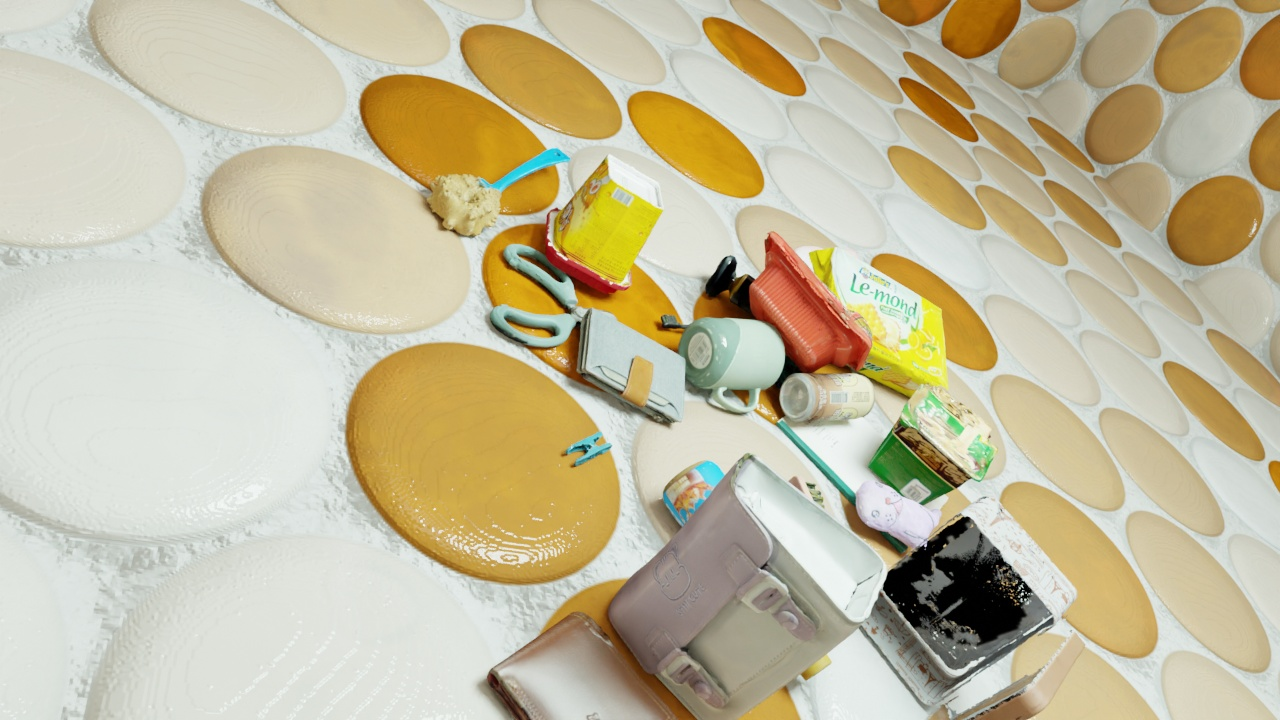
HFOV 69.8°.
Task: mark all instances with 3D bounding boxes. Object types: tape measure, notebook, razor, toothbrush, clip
[{"bbox_3d":[0.194,0.020,1.171,0.054,0.025,0.058,23,39,-17],"label":"tape measure"},{"bbox_3d":[0.275,0.126,1.131,0.209,0.012,0.150,46,38,14],"label":"notebook"},{"bbox_3d":[0.163,-0.079,1.239,0.167,0.062,0.067,31,5,-18],"label":"razor"},{"bbox_3d":[0.112,-0.037,1.164,0.212,0.026,0.027,7,58,-35],"label":"toothbrush"},{"bbox_3d":[-0.051,0.086,0.900,0.045,0.014,0.056,49,36,13],"label":"clip"}]

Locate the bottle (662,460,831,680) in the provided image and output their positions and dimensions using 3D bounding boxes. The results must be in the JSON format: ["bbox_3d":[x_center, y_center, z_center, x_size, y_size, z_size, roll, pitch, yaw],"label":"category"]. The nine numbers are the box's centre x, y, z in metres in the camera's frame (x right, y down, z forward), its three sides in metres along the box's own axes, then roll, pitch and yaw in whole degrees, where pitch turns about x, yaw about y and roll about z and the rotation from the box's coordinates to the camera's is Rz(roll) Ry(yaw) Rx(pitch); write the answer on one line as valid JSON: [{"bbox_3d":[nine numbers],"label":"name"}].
[{"bbox_3d":[0.103,0.196,0.862,0.065,0.065,0.218,-10,56,-45],"label":"bottle"}]

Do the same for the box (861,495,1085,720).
[{"bbox_3d":[0.284,0.251,0.859,0.197,0.181,0.157,-16,63,-49],"label":"box"}]

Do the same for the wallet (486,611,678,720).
[{"bbox_3d":[-0.044,0.260,0.698,0.124,0.032,0.101,47,39,14],"label":"wallet"}]

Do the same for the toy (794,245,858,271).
[{"bbox_3d":[0.291,-0.126,1.387,0.159,0.054,0.121,-12,64,-40],"label":"toy"}]

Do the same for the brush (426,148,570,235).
[{"bbox_3d":[-0.161,-0.217,1.108,0.083,0.046,0.253,39,41,8],"label":"brush"}]

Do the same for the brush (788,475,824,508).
[{"bbox_3d":[0.167,0.192,0.925,0.073,0.063,0.145,11,45,-38],"label":"brush"}]

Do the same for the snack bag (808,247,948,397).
[{"bbox_3d":[0.332,-0.045,1.293,0.246,0.068,0.157,26,52,-24],"label":"snack bag"}]

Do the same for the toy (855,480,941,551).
[{"bbox_3d":[0.290,0.179,1.046,0.108,0.039,0.083,32,49,-5],"label":"toy"}]

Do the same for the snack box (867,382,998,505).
[{"bbox_3d":[0.344,0.110,1.105,0.118,0.106,0.117,42,40,11],"label":"snack box"}]

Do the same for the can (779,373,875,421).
[{"bbox_3d":[0.229,0.045,1.126,0.116,0.059,0.058,0,49,-37],"label":"can"}]

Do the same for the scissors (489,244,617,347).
[{"bbox_3d":[-0.107,-0.059,1.010,0.170,0.019,0.180,43,35,5],"label":"scissors"}]

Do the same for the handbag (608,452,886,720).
[{"bbox_3d":[0.075,0.190,0.734,0.145,0.198,0.098,43,36,9],"label":"handbag"}]

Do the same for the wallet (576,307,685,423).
[{"bbox_3d":[-0.006,0.006,0.996,0.129,0.037,0.106,29,37,-23],"label":"wallet"}]

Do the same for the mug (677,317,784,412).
[{"bbox_3d":[0.105,0.006,1.074,0.106,0.082,0.111,2,80,-40],"label":"mug"}]

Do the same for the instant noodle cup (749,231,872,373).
[{"bbox_3d":[0.196,-0.058,1.124,0.189,0.079,0.164,52,-1,16],"label":"instant noodle cup"}]

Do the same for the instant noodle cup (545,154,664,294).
[{"bbox_3d":[-0.039,-0.163,1.078,0.116,0.124,0.116,27,29,-21],"label":"instant noodle cup"}]
